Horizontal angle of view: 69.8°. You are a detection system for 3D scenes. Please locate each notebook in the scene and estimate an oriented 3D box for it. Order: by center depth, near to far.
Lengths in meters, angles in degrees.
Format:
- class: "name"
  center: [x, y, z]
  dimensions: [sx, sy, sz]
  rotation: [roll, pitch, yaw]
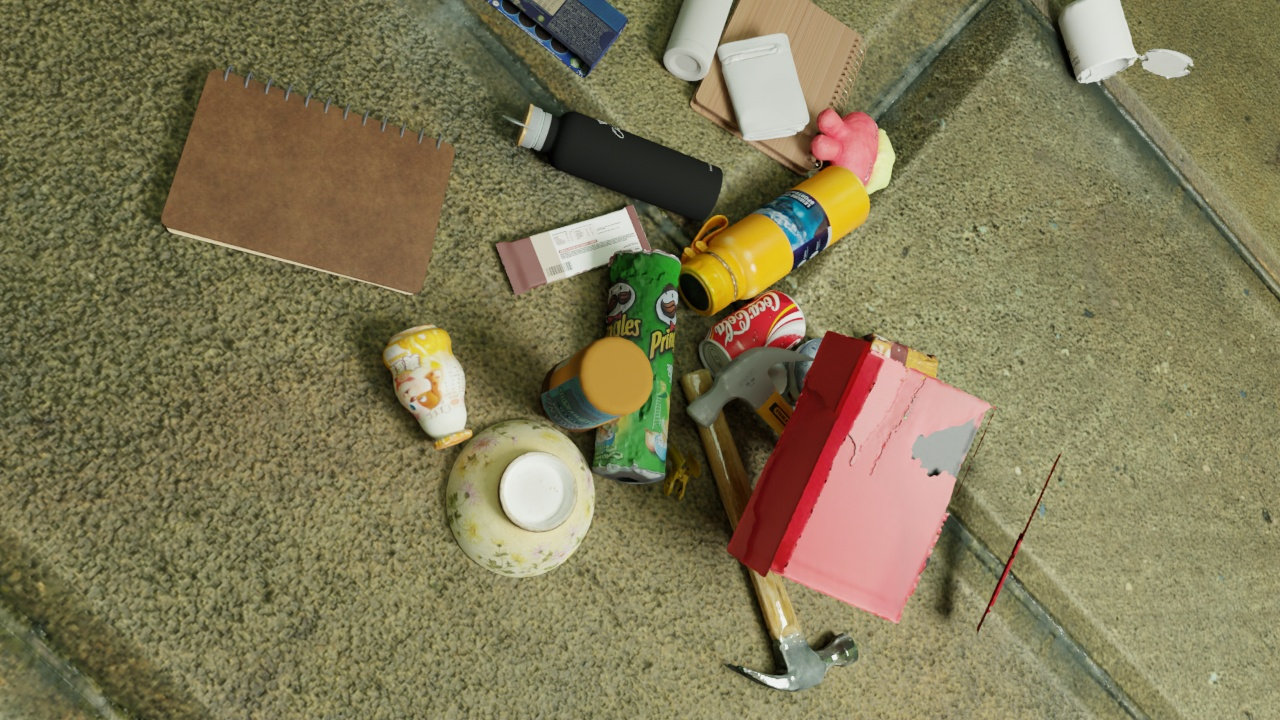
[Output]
- class: "notebook"
  center: [-0.297, -0.165, 0.846]
  dimensions: [0.225, 0.024, 0.167]
  rotation: [15, 73, -18]
- class: "notebook"
  center: [0.168, -0.337, 1.073]
  dimensions: [0.169, 0.022, 0.210]
  rotation: [28, 69, -12]

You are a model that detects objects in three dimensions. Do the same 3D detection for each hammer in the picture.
- class: "hammer"
  center: [0.107, 0.168, 0.923]
  dimensions: [0.132, 0.033, 0.330]
  rotation: [-17, 83, -23]
- class: "hammer"
  center: [0.194, 0.112, 0.937]
  dimensions: [0.127, 0.029, 0.323]
  rotation: [-46, 108, -5]

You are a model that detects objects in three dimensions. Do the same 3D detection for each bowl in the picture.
- class: "bowl"
  center: [-0.101, 0.121, 0.832]
  dimensions: [0.145, 0.063, 0.145]
  rotation: [5, 75, -20]

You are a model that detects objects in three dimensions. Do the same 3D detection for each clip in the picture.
- class: "clip"
  center: [0.042, 0.113, 0.905]
  dimensions: [0.044, 0.054, 0.050]
  rotation: [-13, 107, -8]

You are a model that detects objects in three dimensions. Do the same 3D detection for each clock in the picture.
- class: "clock"
  center: [0.175, 0.027, 0.968]
  dimensions: [0.117, 0.057, 0.083]
  rotation: [-28, 89, -25]

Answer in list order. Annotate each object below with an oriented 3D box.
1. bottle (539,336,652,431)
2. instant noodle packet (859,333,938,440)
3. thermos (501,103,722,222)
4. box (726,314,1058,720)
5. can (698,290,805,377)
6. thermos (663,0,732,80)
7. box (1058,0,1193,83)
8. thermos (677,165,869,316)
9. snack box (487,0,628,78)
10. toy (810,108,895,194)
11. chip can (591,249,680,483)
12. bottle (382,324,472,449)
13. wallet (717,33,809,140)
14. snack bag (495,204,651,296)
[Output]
- class: "bottle"
  center: [-0.051, 0.028, 0.823]
  dimensions: [0.067, 0.157, 0.067]
  rotation: [6, 75, -24]
- class: "instant noodle packet"
  center: [0.277, 0.042, 1.015]
  dimensions: [0.098, 0.040, 0.135]
  rotation: [20, 69, -15]
- class: "thermos"
  center: [-0.031, -0.208, 0.941]
  dimensions: [0.231, 0.061, 0.061]
  rotation: [17, 71, -17]
- class: "box"
  center: [0.172, 0.095, 0.653]
  dimensions: [0.141, 0.511, 0.215]
  rotation: [25, 90, 1]
- class: "can"
  center: [0.116, -0.024, 0.953]
  dimensions: [0.104, 0.064, 0.064]
  rotation: [-33, 90, -25]
- class: "thermos"
  center: [0.082, -0.423, 1.043]
  dimensions: [0.052, 0.052, 0.223]
  rotation: [24, 70, -15]
- class: "box"
  center: [0.654, -0.431, 1.237]
  dimensions: [0.143, 0.083, 0.137]
  rotation: [-12, 83, 10]
- class: "thermos"
  center: [0.137, -0.130, 0.987]
  dimensions: [0.232, 0.091, 0.076]
  rotation: [-34, 131, -25]
- class: "snack box"
  center: [-0.094, -0.380, 0.977]
  dimensions: [0.150, 0.027, 0.082]
  rotation: [38, 65, -10]
- class: "toy"
  center: [0.246, -0.243, 1.056]
  dimensions: [0.135, 0.045, 0.091]
  rotation: [20, 79, -36]
- class: "chip can"
  center: [-0.004, 0.006, 0.893]
  dimensions: [0.075, 0.076, 0.223]
  rotation: [10, 74, -19]
- class: "bottle"
  center: [-0.186, 0.024, 0.822]
  dimensions: [0.063, 0.063, 0.109]
  rotation: [-21, 85, -25]
- class: "wallet"
  center: [0.136, -0.304, 1.027]
  dimensions: [0.086, 0.032, 0.116]
  rotation: [-8, 81, -11]
- class: "snack bag"
  center: [-0.066, -0.114, 0.931]
  dimensions: [0.157, 0.013, 0.057]
  rotation: [-21, 88, -24]
